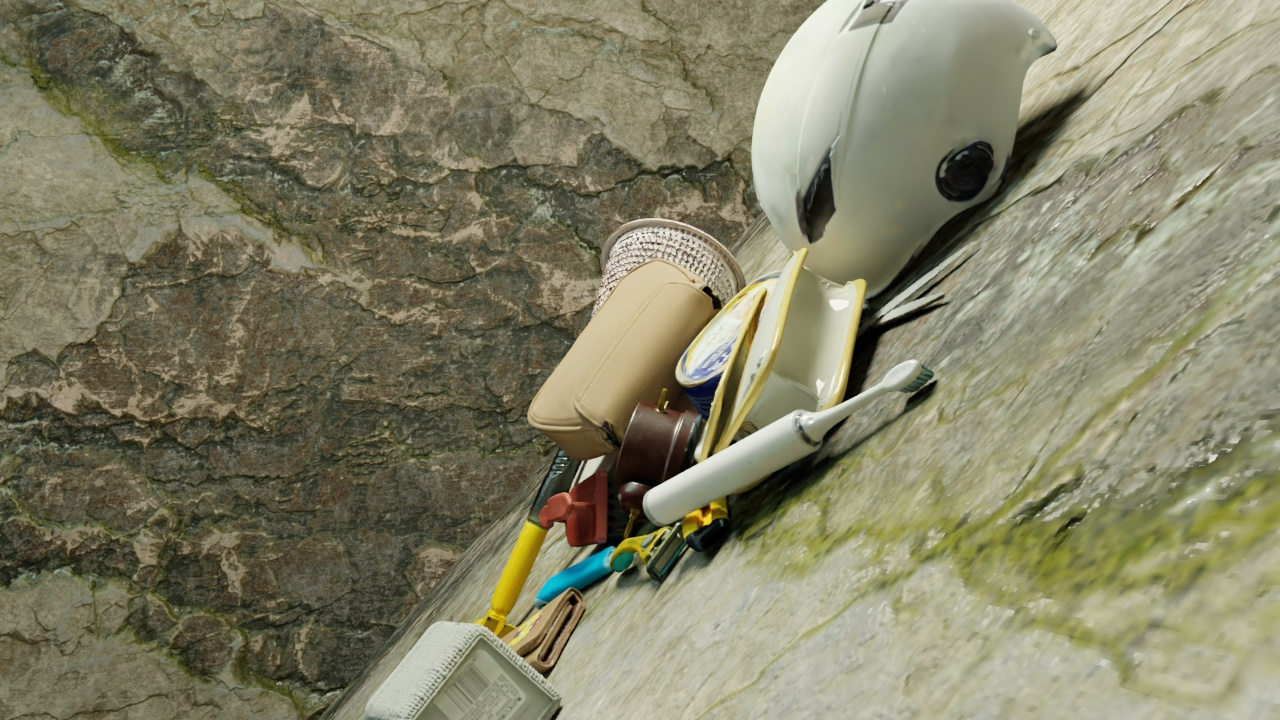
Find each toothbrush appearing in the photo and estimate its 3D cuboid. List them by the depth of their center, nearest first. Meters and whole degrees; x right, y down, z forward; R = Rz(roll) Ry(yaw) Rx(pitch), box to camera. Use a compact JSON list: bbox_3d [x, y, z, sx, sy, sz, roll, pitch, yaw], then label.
[{"bbox_3d":[0.077,0.051,0.538,0.222,0.026,0.026,-36,46,43],"label":"toothbrush"}]

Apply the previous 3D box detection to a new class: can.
[{"bbox_3d":[0.093,-0.013,0.780,0.148,0.049,0.075,-46,32,-21],"label":"can"}]

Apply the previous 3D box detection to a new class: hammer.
[{"bbox_3d":[-0.106,0.172,0.964,0.300,0.033,0.129,-66,9,-11],"label":"hammer"}]

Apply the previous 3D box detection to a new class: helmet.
[{"bbox_3d":[0.172,-0.190,0.719,0.259,0.146,0.229,-61,20,7],"label":"helmet"}]

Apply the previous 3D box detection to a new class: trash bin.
[{"bbox_3d":[0.019,-0.057,1.311,0.228,0.227,0.191,-44,18,51],"label":"trash bin"}]

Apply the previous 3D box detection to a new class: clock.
[{"bbox_3d":[0.010,0.087,0.734,0.082,0.055,0.121,77,-150,-77],"label":"clock"}]

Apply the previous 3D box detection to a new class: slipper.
[{"bbox_3d":[-0.040,0.116,1.034,0.114,0.054,0.275,-66,7,-19],"label":"slipper"}]

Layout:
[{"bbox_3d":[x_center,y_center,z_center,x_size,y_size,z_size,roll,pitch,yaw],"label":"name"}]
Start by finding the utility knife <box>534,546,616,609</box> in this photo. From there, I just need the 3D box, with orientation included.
[{"bbox_3d":[-0.052,0.192,0.817,0.162,0.018,0.034,-41,11,51],"label":"utility knife"}]

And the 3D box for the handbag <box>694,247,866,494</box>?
[{"bbox_3d":[0.077,0.020,0.648,0.179,0.063,0.162,-54,5,41],"label":"handbag"}]

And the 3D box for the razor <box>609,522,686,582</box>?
[{"bbox_3d":[-0.002,0.144,0.677,0.043,0.028,0.133,-53,3,-23],"label":"razor"}]

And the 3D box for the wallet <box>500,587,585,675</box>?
[{"bbox_3d":[-0.098,0.240,0.744,0.116,0.033,0.090,-42,5,31],"label":"wallet"}]

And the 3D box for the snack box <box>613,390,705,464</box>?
[{"bbox_3d":[0.043,0.053,0.854,0.157,0.026,0.084,-48,27,9],"label":"snack box"}]

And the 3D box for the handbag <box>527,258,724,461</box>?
[{"bbox_3d":[-0.005,0.005,0.852,0.204,0.100,0.148,-54,26,-11],"label":"handbag"}]

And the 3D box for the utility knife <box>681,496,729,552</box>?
[{"bbox_3d":[0.044,0.096,0.651,0.033,0.015,0.192,-30,6,6],"label":"utility knife"}]

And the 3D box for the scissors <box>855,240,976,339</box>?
[{"bbox_3d":[0.159,-0.026,0.638,0.159,0.014,0.178,-49,4,8],"label":"scissors"}]

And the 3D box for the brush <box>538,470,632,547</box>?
[{"bbox_3d":[-0.056,0.143,0.860,0.146,0.069,0.063,138,134,-69],"label":"brush"}]

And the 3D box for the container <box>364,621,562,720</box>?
[{"bbox_3d":[-0.118,0.232,0.614,0.090,0.090,0.115,-51,8,-28],"label":"container"}]
